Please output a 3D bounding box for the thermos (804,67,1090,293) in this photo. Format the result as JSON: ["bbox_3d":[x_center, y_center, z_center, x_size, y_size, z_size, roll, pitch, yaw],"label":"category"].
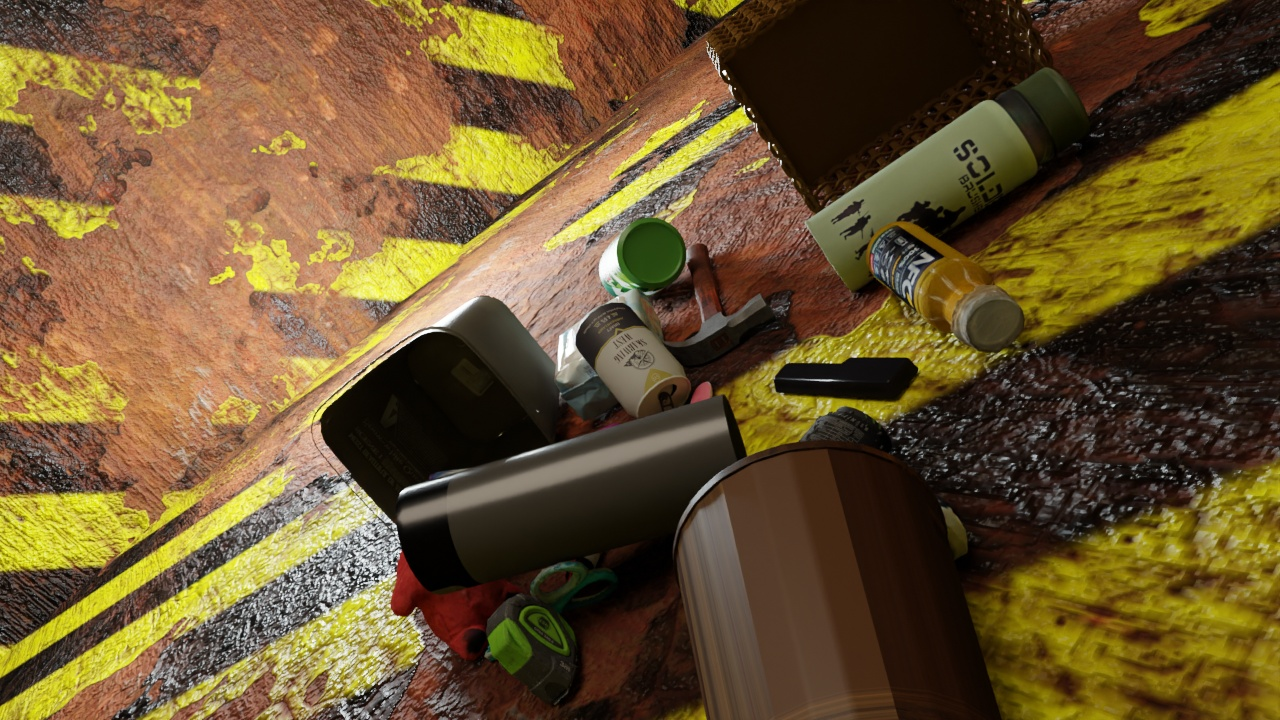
[{"bbox_3d":[0.257,-0.150,0.772,0.232,0.082,0.082,-34,20,14],"label":"thermos"}]

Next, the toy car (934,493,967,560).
[{"bbox_3d":[0.120,0.107,0.481,0.106,0.048,0.033,-31,40,21],"label":"toy car"}]

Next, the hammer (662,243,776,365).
[{"bbox_3d":[0.072,-0.075,1.003,0.111,0.028,0.300,-34,20,12],"label":"hammer"}]

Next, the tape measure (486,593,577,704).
[{"bbox_3d":[-0.074,0.191,0.617,0.036,0.065,0.058,-48,7,19],"label":"tape measure"}]

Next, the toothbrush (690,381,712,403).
[{"bbox_3d":[0.053,0.048,0.777,0.022,0.016,0.134,-33,20,16],"label":"toothbrush"}]

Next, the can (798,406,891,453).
[{"bbox_3d":[0.095,0.090,0.551,0.137,0.054,0.054,-46,20,-20],"label":"can"}]

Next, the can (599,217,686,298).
[{"bbox_3d":[-0.001,-0.118,1.108,0.083,0.083,0.144,-43,5,-11],"label":"can"}]

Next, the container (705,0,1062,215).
[{"bbox_3d":[0.230,-0.303,0.935,0.252,0.219,0.213,-33,20,15],"label":"container"}]

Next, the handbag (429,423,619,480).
[{"bbox_3d":[-0.089,0.101,0.810,0.170,0.068,0.144,-22,-8,5],"label":"handbag"}]

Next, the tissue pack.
[{"bbox_3d":[-0.033,-0.014,0.991,0.112,0.070,0.181,-33,19,9],"label":"tissue pack"}]

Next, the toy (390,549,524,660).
[{"bbox_3d":[-0.166,0.172,0.740,0.088,0.133,0.094,-35,7,-22],"label":"toy"}]

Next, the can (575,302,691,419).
[{"bbox_3d":[-0.005,0.005,0.844,0.064,0.064,0.127,-39,56,-1],"label":"can"}]

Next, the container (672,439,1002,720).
[{"bbox_3d":[0.083,0.135,0.377,0.132,0.132,0.167,-33,26,17],"label":"container"}]

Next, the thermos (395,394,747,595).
[{"bbox_3d":[-0.045,0.097,0.645,0.241,0.082,0.082,-17,24,10],"label":"thermos"}]

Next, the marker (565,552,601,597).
[{"bbox_3d":[-0.035,0.137,0.731,0.019,0.019,0.145,-26,23,33],"label":"marker"}]

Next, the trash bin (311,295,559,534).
[{"bbox_3d":[-0.192,0.047,0.979,0.198,0.197,0.219,-35,13,14],"label":"trash bin"}]

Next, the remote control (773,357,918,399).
[{"bbox_3d":[0.148,0.011,0.689,0.032,0.015,0.137,-46,20,-21],"label":"remote control"}]

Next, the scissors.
[{"bbox_3d":[-0.074,0.185,0.665,0.135,0.066,0.015,-46,42,26],"label":"scissors"}]

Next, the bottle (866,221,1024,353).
[{"bbox_3d":[0.214,-0.055,0.660,0.053,0.053,0.186,-36,20,9],"label":"bottle"}]
